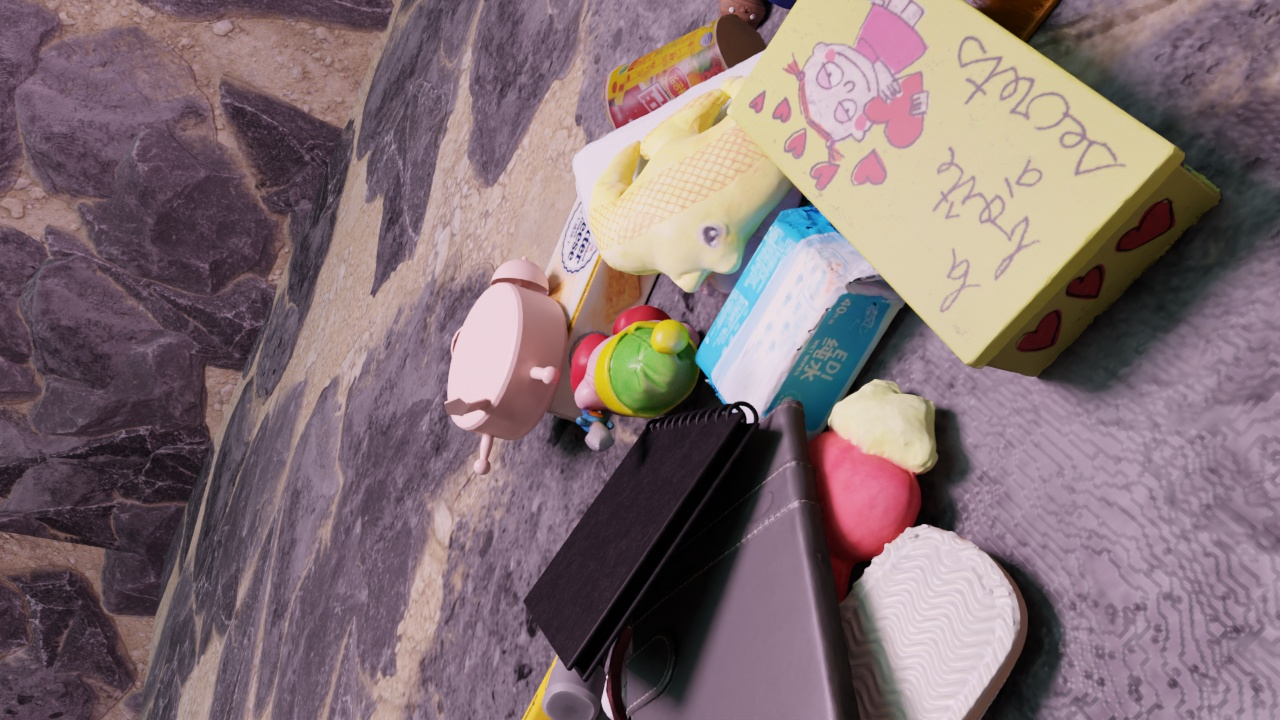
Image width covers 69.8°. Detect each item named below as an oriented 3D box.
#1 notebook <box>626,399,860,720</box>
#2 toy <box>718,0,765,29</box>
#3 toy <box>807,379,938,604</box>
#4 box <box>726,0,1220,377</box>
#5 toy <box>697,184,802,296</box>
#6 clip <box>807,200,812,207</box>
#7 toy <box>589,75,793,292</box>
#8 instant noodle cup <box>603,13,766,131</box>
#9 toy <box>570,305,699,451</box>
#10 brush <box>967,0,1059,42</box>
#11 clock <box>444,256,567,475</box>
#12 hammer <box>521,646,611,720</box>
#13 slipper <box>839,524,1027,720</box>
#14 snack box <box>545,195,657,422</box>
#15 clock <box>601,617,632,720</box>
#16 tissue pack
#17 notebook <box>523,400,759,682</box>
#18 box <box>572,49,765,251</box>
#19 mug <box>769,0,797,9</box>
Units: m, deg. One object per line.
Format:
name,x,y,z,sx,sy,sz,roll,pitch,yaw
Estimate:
notebook,0.043,0.145,0.487,0.170,0.029,0.208,-47,27,36
toy,0.090,-0.321,0.765,0.054,0.041,0.102,-106,31,-77
toy,0.113,0.074,0.493,0.135,0.045,0.092,-65,24,0
box,0.150,-0.107,0.458,0.125,0.079,0.220,-53,47,28
toy,0.077,-0.079,0.642,0.110,0.047,0.063,-18,69,50
clip,0.147,-0.153,0.567,0.120,0.033,0.118,-21,67,58
toy,0.036,-0.117,0.618,0.171,0.064,0.154,-26,53,28
instant noodle cup,0.042,-0.218,0.738,0.113,0.100,0.100,-20,56,44
toy,-0.004,0.004,0.659,0.124,0.097,0.131,-29,30,-15
brush,0.199,-0.186,0.528,0.127,0.017,0.048,-55,33,26
clock,-0.126,-0.004,0.790,0.131,0.086,0.160,-51,30,31
hammer,-0.084,0.279,0.682,0.169,0.034,0.325,-73,8,-63
slipper,0.092,0.202,0.449,0.273,0.054,0.114,-58,34,13
snack box,-0.045,-0.058,0.821,0.104,0.057,0.208,39,108,59
clock,0.013,0.209,0.584,0.125,0.044,0.087,-61,31,14
tissue pack,0.097,-0.020,0.559,0.145,0.061,0.092,-62,33,22
notebook,-0.009,0.102,0.584,0.169,0.019,0.232,-54,6,-12
box,0.047,-0.150,0.686,0.214,0.063,0.118,-24,75,28
mug,0.118,-0.330,0.704,0.076,0.075,0.111,-46,12,37
